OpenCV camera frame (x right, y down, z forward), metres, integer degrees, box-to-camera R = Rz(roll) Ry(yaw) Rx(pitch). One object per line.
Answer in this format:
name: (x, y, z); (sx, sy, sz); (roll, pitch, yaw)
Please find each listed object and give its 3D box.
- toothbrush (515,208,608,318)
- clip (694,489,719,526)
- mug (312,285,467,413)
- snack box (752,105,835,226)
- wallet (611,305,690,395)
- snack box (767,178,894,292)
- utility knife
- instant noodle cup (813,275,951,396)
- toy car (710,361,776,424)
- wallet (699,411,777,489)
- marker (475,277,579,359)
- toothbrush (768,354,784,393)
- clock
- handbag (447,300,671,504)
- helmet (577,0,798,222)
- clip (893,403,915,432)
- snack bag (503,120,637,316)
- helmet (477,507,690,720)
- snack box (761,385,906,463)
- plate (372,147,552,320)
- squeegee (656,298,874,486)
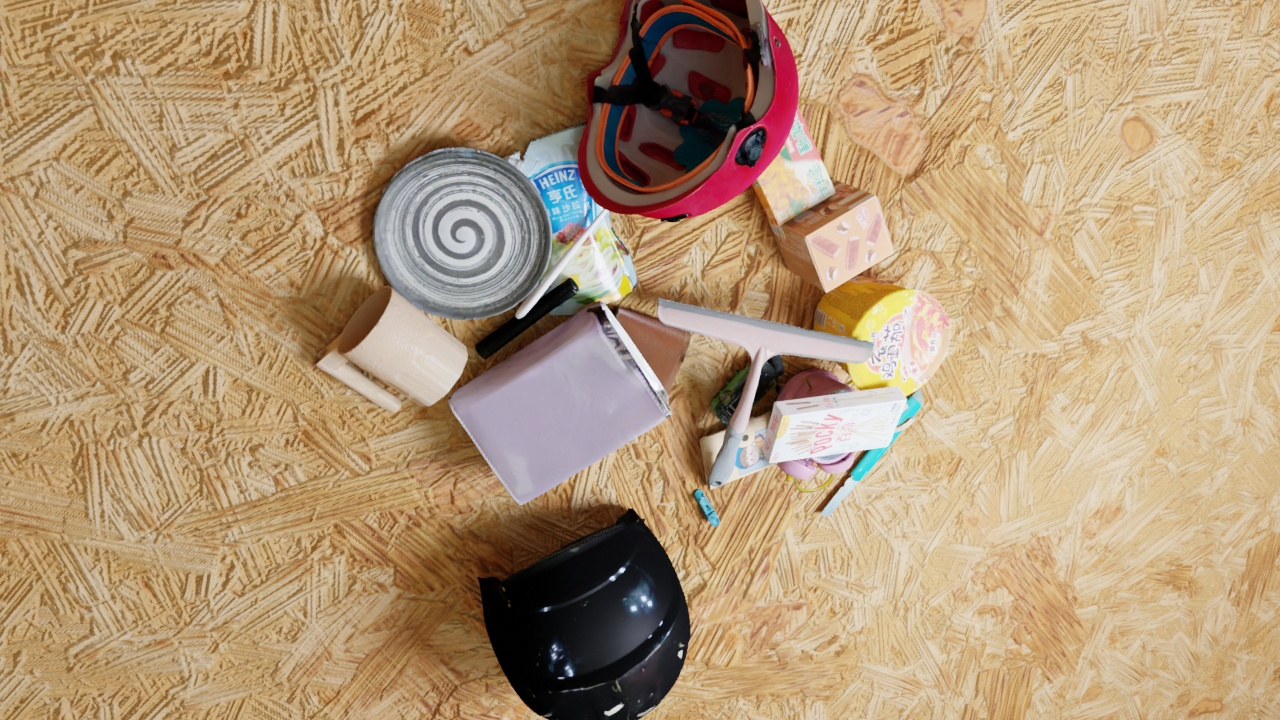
toothbrush: (-0.070, -0.110, 0.953); (0.016, 0.016, 0.180); (37, 101, -27)
clip: (0.086, 0.190, 1.180); (0.014, 0.043, 0.056); (-30, 122, -6)
mug: (-0.256, -0.002, 0.942); (0.125, 0.084, 0.103); (-34, 124, 24)
snack box: (0.147, -0.233, 1.001); (0.077, 0.027, 0.156); (-31, 108, -6)
wallet: (-0.006, 0.006, 1.061); (0.101, 0.032, 0.125); (16, 105, -23)
snack box: (0.216, -0.143, 1.043); (0.094, 0.093, 0.077); (-31, 119, -6)
utility knife: (0.314, 0.127, 1.243); (0.029, 0.013, 0.216); (36, 94, -31)
instant noodle cup: (0.282, -0.035, 1.105); (0.138, 0.110, 0.138); (-7, 114, -17)
toy car: (0.125, 0.036, 1.119); (0.091, 0.036, 0.043); (-43, 119, 2)
wallet: (0.132, 0.109, 1.162); (0.115, 0.024, 0.087); (-18, 122, -11)
marker: (-0.121, -0.044, 0.980); (0.132, 0.022, 0.020); (-34, 136, 14)
toothbrush: (0.190, 0.072, 1.173); (0.017, 0.014, 0.189); (-30, 121, -20)
clock: (0.223, 0.091, 1.152); (0.117, 0.060, 0.159); (-4, 109, -31)
handbag: (-0.087, 0.043, 0.993); (0.197, 0.098, 0.145); (-31, 110, 7)
helmet: (0.056, -0.234, 0.890); (0.143, 0.207, 0.240); (19, 97, -53)
clip: (0.308, 0.071, 1.213); (0.103, 0.092, 0.035); (-20, 126, 29)
snack bag: (-0.074, -0.145, 0.967); (0.110, 0.038, 0.191); (-16, 117, 0)
helmet: (-0.054, 0.318, 1.076); (0.233, 0.230, 0.275); (-23, 138, -8)
snack box: (0.225, 0.075, 1.069); (0.156, 0.026, 0.085); (-7, 136, -13)
plate: (-0.179, -0.128, 0.931); (0.179, 0.024, 0.180); (-4, 115, -8)
squeegee: (0.116, 0.065, 1.071); (0.247, 0.040, 0.250); (11, 125, -4)
